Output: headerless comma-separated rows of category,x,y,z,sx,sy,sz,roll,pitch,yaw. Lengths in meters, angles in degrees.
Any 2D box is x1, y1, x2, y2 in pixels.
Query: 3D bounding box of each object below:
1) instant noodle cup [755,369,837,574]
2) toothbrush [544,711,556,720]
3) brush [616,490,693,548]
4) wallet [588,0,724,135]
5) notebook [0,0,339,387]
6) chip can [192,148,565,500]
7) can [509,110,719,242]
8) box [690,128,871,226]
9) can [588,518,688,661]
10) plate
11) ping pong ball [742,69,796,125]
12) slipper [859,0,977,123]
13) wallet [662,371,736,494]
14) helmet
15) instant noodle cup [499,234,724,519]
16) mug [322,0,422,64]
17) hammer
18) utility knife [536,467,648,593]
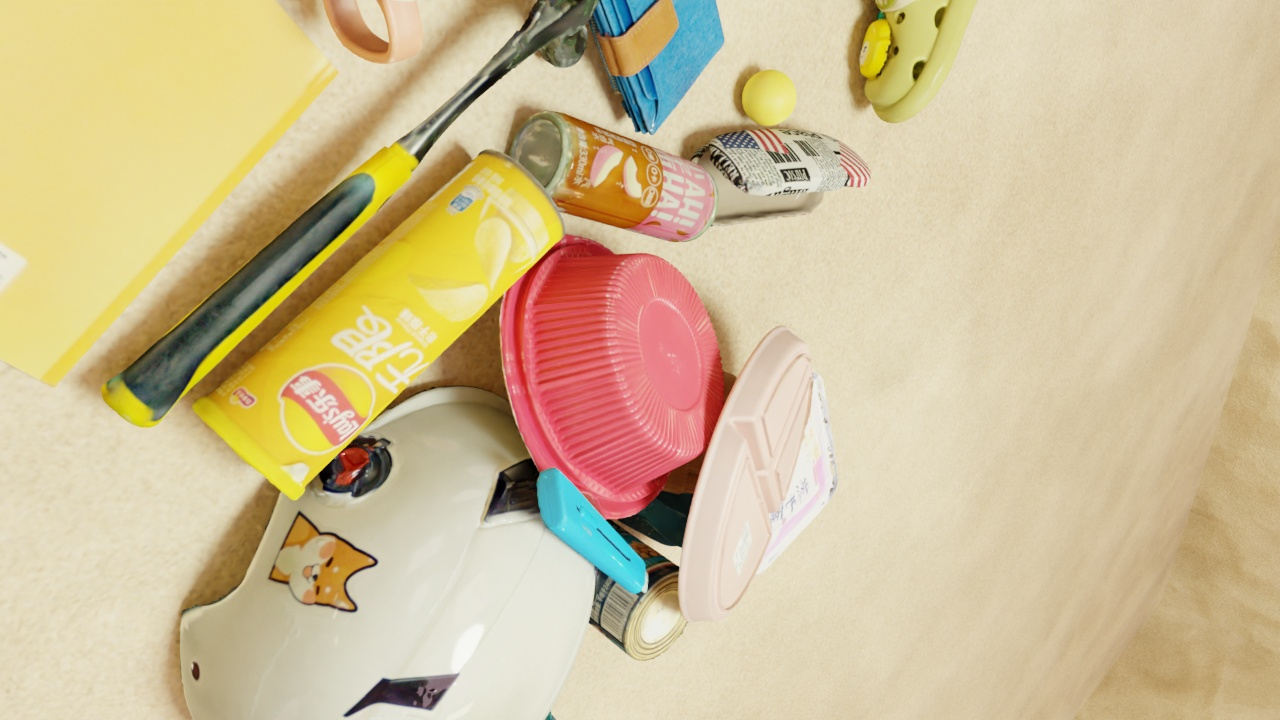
instant noodle cup,0.114,0.096,0.846,0.137,0.060,0.174,-41,136,-24
toothbrush,-0.069,0.236,0.663,0.018,0.192,0.016,43,83,-4
brush,0.016,0.119,0.744,0.055,0.073,0.144,-49,140,1
wallet,0.008,-0.222,0.569,0.106,0.040,0.133,-54,146,-21
notebook,-0.245,-0.104,0.395,0.206,0.010,0.146,-53,139,-11
chip can,-0.138,-0.024,0.506,0.213,0.072,0.072,-48,138,-19
can,-0.014,-0.116,0.596,0.147,0.058,0.058,6,106,-48
box,0.111,-0.142,0.693,0.162,0.088,0.076,-11,103,-40
can,-0.019,0.170,0.704,0.075,0.111,0.075,-24,126,-37
plate,0.085,0.087,0.681,0.228,0.028,0.230,-53,153,-43
ping pong ball,0.096,-0.195,0.682,0.040,0.040,0.040,-24,126,-37
slipper,0.223,-0.293,0.746,0.081,0.091,0.191,18,111,-10
wallet,0.020,0.046,0.698,0.131,0.031,0.107,18,69,-37
helmet,-0.121,0.160,0.557,0.273,0.157,0.230,-47,138,-18
instant noodle cup,-0.004,0.003,0.594,0.193,0.066,0.193,27,56,-50
mug,-0.128,-0.190,0.398,0.081,0.106,0.115,-32,131,-31
hammer,-0.137,-0.091,0.463,0.032,0.126,0.323,44,80,-3
utility knife,-0.023,0.113,0.563,0.018,0.034,0.160,-16,145,14
